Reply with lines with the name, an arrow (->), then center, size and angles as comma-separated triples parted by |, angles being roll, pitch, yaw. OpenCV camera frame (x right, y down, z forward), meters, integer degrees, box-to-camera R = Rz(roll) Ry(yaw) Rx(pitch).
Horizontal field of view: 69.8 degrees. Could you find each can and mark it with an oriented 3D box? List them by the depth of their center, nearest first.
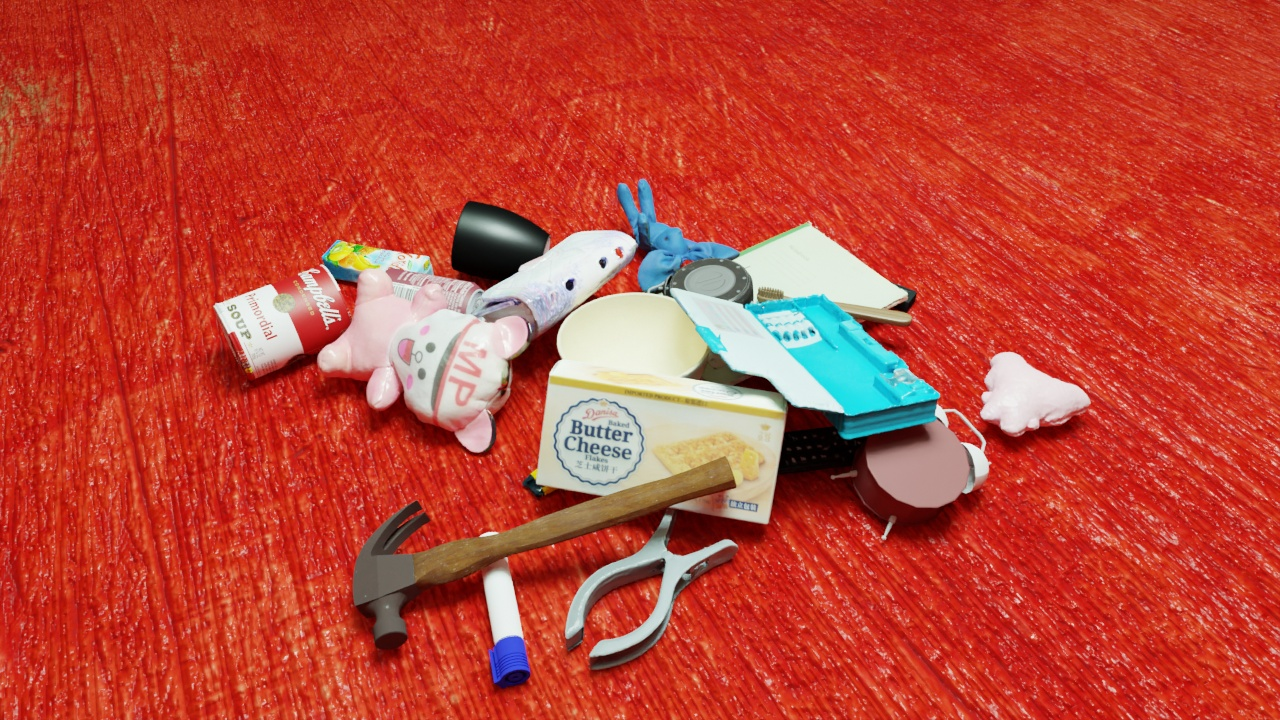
can -> -0.374, -0.040, 0.967 | 0.116, 0.087, 0.086 | -26, 48, -24
can -> -0.230, -0.062, 1.001 | 0.114, 0.063, 0.063 | 11, 45, 13

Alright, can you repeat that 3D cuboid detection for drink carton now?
drink carton -> -0.305, -0.108, 1.071 | 0.129, 0.039, 0.044 | 11, 45, 14

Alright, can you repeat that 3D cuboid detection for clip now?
clip -> 0.016, 0.193, 0.751 | 0.108, 0.028, 0.162 | 28, 52, 26

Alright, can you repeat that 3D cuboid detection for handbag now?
handbag -> -0.092, -0.079, 0.965 | 0.158, 0.069, 0.127 | -40, 12, -35

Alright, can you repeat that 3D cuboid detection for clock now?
clock -> 0.247, 0.091, 0.816 | 0.137, 0.048, 0.096 | -29, 66, -21
clock -> 0.071, -0.067, 0.988 | 0.123, 0.044, 0.091 | -16, 42, -5

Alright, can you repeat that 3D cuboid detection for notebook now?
notebook -> 0.138, -0.067, 1.017 | 0.252, 0.010, 0.182 | -25, 44, -17

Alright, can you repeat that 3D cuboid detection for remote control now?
remote control -> 0.183, 0.084, 0.864 | 0.150, 0.022, 0.047 | -6, 43, -7

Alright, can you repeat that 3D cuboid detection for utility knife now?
utility knife -> -0.037, 0.087, 0.875 | 0.162, 0.017, 0.030 | -23, 56, -25

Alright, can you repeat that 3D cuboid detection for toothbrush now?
toothbrush -> 0.203, -0.058, 0.975 | 0.167, 0.016, 0.016 | 12, 45, 21

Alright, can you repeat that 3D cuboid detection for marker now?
marker -> -0.115, 0.200, 0.750 | 0.027, 0.023, 0.133 | -27, 45, 5

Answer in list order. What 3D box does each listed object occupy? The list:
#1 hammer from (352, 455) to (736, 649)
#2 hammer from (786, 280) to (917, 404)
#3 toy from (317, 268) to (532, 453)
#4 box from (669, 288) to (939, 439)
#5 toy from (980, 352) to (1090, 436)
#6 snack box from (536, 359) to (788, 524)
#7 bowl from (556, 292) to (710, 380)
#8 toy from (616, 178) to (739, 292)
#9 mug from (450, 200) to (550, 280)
hammer -> -0.079, 0.140, 0.757 | 0.323, 0.033, 0.115 | -18, 47, -1
hammer -> 0.175, 0.002, 0.956 | 0.095, 0.015, 0.323 | 26, 51, 27
toy -> -0.213, -0.005, 0.916 | 0.213, 0.084, 0.141 | 18, 76, 23
box -> 0.141, -0.003, 0.852 | 0.185, 0.056, 0.226 | 0, 27, -18
toy -> 0.366, 0.038, 0.881 | 0.095, 0.053, 0.099 | -36, 54, -28
snack box -> 0.018, 0.069, 0.805 | 0.208, 0.104, 0.057 | 9, 13, 4
bowl -> -0.005, 0.005, 0.910 | 0.151, 0.075, 0.150 | -1, 38, 1
toy -> 0.023, -0.142, 1.073 | 0.112, 0.071, 0.176 | -21, 50, -22
mug -> -0.158, -0.137, 1.077 | 0.100, 0.085, 0.118 | 14, 14, -1
